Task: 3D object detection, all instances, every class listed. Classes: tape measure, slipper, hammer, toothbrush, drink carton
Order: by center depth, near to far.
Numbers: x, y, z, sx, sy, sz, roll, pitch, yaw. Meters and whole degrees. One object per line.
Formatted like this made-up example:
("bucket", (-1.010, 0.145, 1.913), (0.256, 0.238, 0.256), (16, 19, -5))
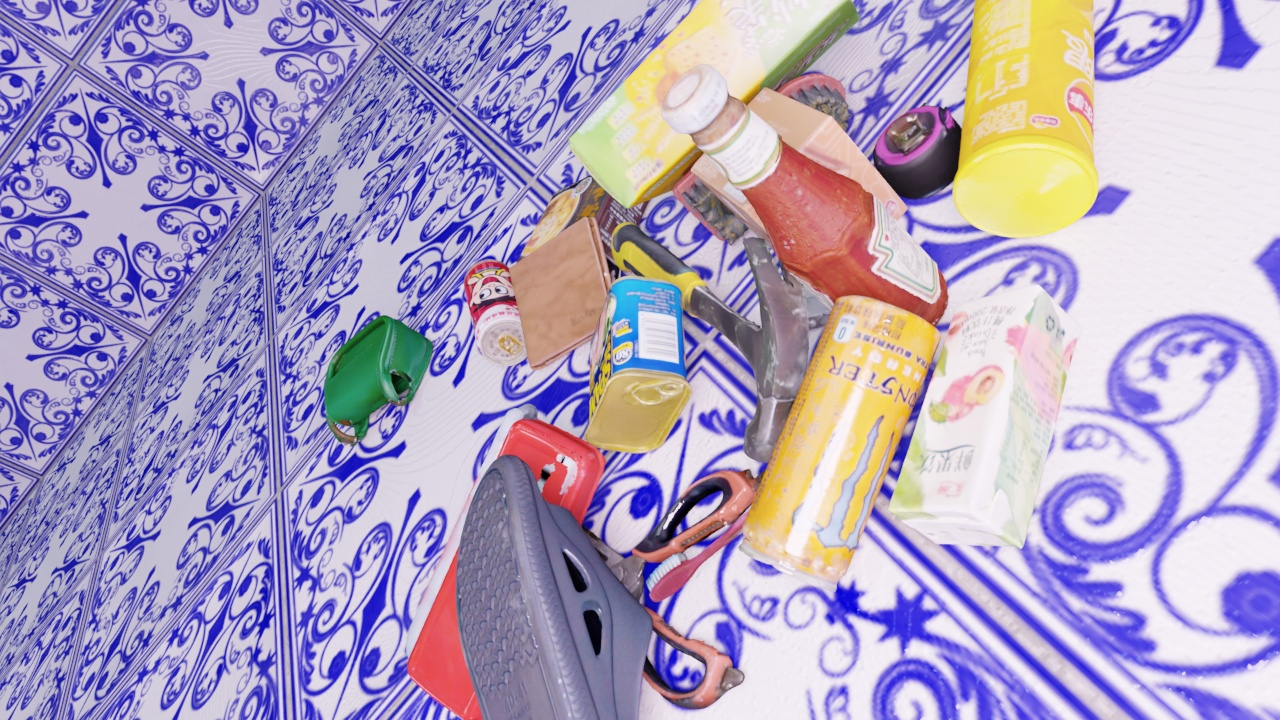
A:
("drink carton", (0.168, 0.029, 0.442), (0.054, 0.045, 0.122), (-15, 45, 57))
("slipper", (-0.039, 0.182, 0.521), (0.111, 0.083, 0.267), (-49, 50, 42))
("toothbrush", (0.076, 0.075, 0.524), (0.187, 0.016, 0.017), (-41, 31, 5))
("tape measure", (0.179, -0.136, 0.590), (0.057, 0.039, 0.057), (-41, 34, 18))
("hammer", (0.037, -0.052, 0.662), (0.323, 0.032, 0.126), (-131, 43, -63))

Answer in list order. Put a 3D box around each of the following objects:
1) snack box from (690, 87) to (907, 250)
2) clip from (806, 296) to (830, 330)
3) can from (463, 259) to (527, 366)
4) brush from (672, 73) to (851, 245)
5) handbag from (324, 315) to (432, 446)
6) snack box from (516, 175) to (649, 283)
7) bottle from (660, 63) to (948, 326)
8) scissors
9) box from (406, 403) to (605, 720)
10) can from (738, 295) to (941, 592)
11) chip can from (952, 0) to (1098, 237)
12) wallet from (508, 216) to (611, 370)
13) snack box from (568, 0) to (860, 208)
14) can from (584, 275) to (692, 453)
("snack box", (0.104, -0.116, 0.615), (0.077, 0.094, 0.092), (-47, 32, 8))
("clip", (0.110, -0.031, 0.598), (0.058, 0.043, 0.026), (-11, 48, 37))
("can", (-0.141, -0.048, 0.903), (0.053, 0.053, 0.132), (-45, 33, 12))
("brush", (0.095, -0.162, 0.703), (0.146, 0.063, 0.069), (-42, 32, 15))
("handbag", (-0.296, 0.023, 1.031), (0.132, 0.068, 0.120), (-30, 46, 31))
("snack box", (-0.053, -0.116, 0.867), (0.113, 0.053, 0.125), (-14, 44, 45))
("bottle", (0.090, -0.078, 0.493), (0.060, 0.206, 0.059), (-33, 38, 30))
("scissors", (0.000, 0.142, 0.578), (0.226, 0.015, 0.188), (-37, 35, 25))
("box", (-0.106, 0.133, 0.650), (0.154, 0.074, 0.201), (24, 91, 59))
("can", (0.103, 0.042, 0.479), (0.058, 0.058, 0.146), (19, 85, 57))
("chip can", (0.227, -0.174, 0.537), (0.072, 0.072, 0.212), (-17, 47, 43))
("wallet", (-0.069, -0.058, 0.807), (0.116, 0.020, 0.101), (-29, 68, 40))
("snack box", (0.060, -0.213, 0.688), (0.210, 0.070, 0.157), (-40, 1, 22))
("can", (-0.004, 0.004, 0.634), (0.102, 0.057, 0.083), (114, 159, -54))
